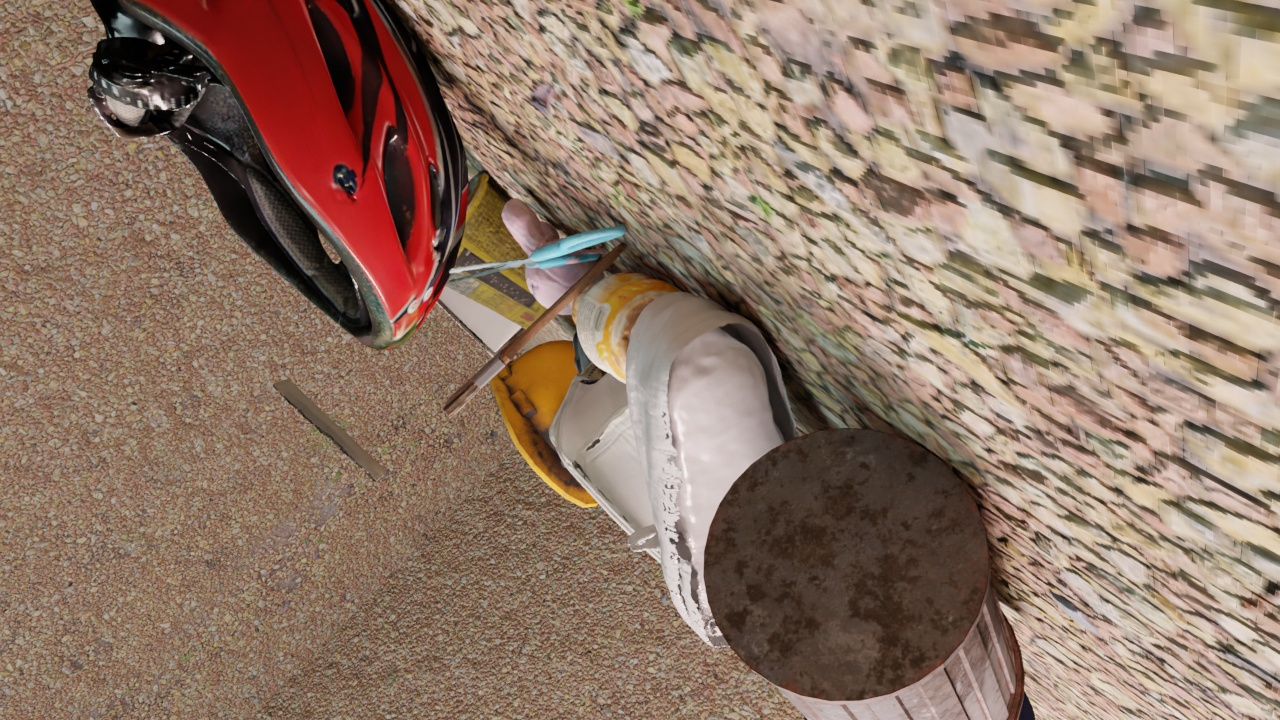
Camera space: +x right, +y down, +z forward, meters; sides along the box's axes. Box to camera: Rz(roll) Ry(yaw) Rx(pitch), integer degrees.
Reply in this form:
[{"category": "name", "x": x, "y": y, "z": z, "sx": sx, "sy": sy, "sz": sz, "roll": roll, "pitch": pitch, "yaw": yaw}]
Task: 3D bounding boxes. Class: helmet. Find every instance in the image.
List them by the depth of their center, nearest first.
[{"category": "helmet", "x": -0.203, "y": -0.134, "z": 0.549, "sx": 0.218, "sy": 0.166, "sz": 0.272, "roll": -1, "pitch": 124, "yaw": 60}, {"category": "helmet", "x": -0.075, "y": 0.052, "z": 1.141, "sx": 0.205, "sy": 0.131, "sz": 0.255, "roll": 45, "pitch": -172, "yaw": -22}]

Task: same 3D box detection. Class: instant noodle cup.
[{"category": "instant noodle cup", "x": -0.119, "y": -0.085, "z": 0.762, "sx": 0.108, "sy": 0.102, "sz": 0.102, "roll": 36, "pitch": 177, "yaw": -22}]

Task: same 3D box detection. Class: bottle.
[{"category": "bottle", "x": -0.010, "y": -0.023, "z": 0.559, "sx": 0.063, "sy": 0.063, "sz": 0.108, "roll": 47, "pitch": 173, "yaw": -24}]

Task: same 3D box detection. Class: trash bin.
[{"category": "trash bin", "x": 0.123, "y": 0.137, "z": 0.473, "sx": 0.131, "sy": 0.130, "sz": 0.211, "roll": 39, "pitch": 171, "yaw": 38}]

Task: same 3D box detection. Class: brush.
[{"category": "brush", "x": -0.063, "y": -0.020, "z": 0.551, "sx": 0.008, "sy": 0.143, "sz": 0.045, "roll": 47, "pitch": -178, "yaw": -10}]

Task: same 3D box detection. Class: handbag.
[{"category": "handbag", "x": 0.033, "y": 0.081, "z": 0.652, "sx": 0.198, "sy": 0.096, "sz": 0.141, "roll": 44, "pitch": -167, "yaw": -12}]

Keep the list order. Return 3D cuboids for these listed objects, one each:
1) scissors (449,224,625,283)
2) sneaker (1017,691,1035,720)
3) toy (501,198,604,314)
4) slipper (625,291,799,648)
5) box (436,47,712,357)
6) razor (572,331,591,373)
[{"category": "scissors", "x": -0.053, "y": -0.063, "z": 0.550, "sx": 0.136, "sy": 0.134, "sz": 0.015, "roll": -13, "pitch": 96, "yaw": 38}, {"category": "sneaker", "x": 0.216, "y": 0.245, "z": 0.754, "sx": 0.233, "sy": 0.091, "sz": 0.118, "roll": 40, "pitch": 168, "yaw": 38}, {"category": "toy", "x": -0.061, "y": -0.068, "z": 0.655, "sx": 0.063, "sy": 0.047, "sz": 0.110, "roll": 22, "pitch": -150, "yaw": -57}, {"category": "slipper", "x": 0.042, "y": 0.072, "z": 0.524, "sx": 0.074, "sy": 0.112, "sz": 0.247, "roll": -108, "pitch": 3, "yaw": -57}, {"category": "box", "x": -0.090, "y": -0.200, "z": 1.092, "sx": 0.169, "sy": 0.403, "sz": 0.172, "roll": 44, "pitch": 175, "yaw": -6}, {"category": "razor", "x": -0.016, "y": 0.010, "z": 0.927, "sx": 0.143, "sy": 0.052, "sz": 0.047, "roll": 27, "pitch": 163, "yaw": 38}]
